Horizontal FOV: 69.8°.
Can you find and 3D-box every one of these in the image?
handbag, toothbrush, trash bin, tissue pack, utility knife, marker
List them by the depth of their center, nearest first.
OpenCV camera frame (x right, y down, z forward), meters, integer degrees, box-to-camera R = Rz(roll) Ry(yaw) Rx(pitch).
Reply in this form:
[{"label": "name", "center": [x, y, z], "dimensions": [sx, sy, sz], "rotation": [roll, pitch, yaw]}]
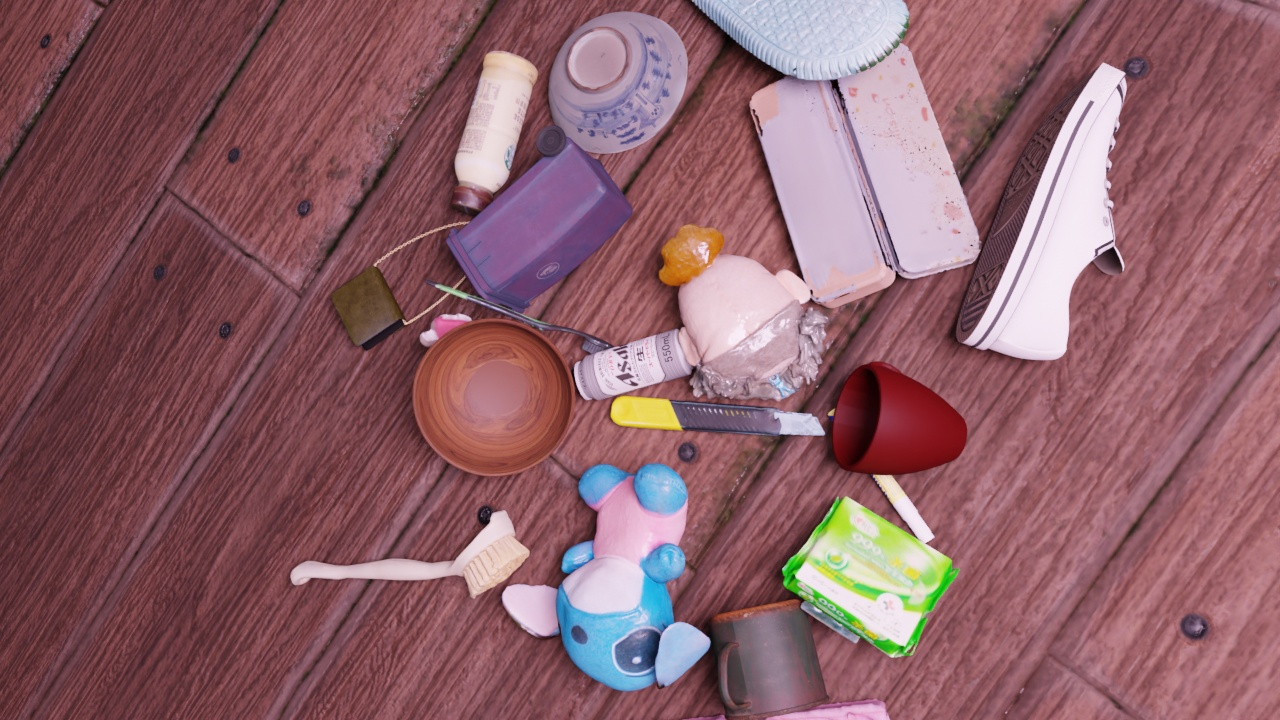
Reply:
[{"label": "tissue pack", "center": [0.181, 0.172, 0.732], "dimensions": [0.114, 0.034, 0.099], "rotation": [31, 56, 20]}, {"label": "marker", "center": [0.202, 0.095, 0.772], "dimensions": [0.014, 0.014, 0.132], "rotation": [-37, 70, 10]}, {"label": "utility knife", "center": [0.067, 0.052, 0.826], "dimensions": [0.198, 0.020, 0.028], "rotation": [4, 83, 22]}, {"label": "toothbrush", "center": [-0.111, -0.038, 0.853], "dimensions": [0.188, 0.014, 0.017], "rotation": [20, 101, -16]}, {"label": "trash bin", "center": [-0.099, -0.130, 0.881], "dimensions": [0.161, 0.093, 0.092], "rotation": [-39, 70, 12]}, {"label": "handbag", "center": [-0.235, -0.087, 0.963], "dimensions": [0.178, 0.027, 0.084], "rotation": [-34, 71, 6]}]

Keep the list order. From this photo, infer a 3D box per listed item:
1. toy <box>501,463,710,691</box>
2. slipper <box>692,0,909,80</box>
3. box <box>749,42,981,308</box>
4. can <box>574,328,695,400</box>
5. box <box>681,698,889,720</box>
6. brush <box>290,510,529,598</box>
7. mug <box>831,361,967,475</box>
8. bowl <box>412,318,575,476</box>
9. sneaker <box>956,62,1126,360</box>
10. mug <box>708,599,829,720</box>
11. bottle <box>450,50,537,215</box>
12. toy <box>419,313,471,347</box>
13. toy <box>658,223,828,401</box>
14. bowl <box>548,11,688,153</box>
[{"label": "toy", "center": [-0.024, 0.183, 0.798], "dimensions": [0.225, 0.098, 0.191], "rotation": [-2, 76, 47]}, {"label": "slipper", "center": [0.133, -0.321, 0.842], "dimensions": [0.116, 0.069, 0.276], "rotation": [-41, 52, 1]}, {"label": "box", "center": [0.194, -0.166, 0.810], "dimensions": [0.157, 0.063, 0.216], "rotation": [-15, 75, 6]}, {"label": "can", "center": [-0.005, 0.005, 0.847], "dimensions": [0.107, 0.044, 0.044], "rotation": [-16, 75, 16]}, {"label": "box", "center": [0.082, 0.333, 0.718], "dimensions": [0.233, 0.115, 0.099], "rotation": [-11, 76, 17]}, {"label": "brush", "center": [-0.231, 0.199, 0.893], "dimensions": [0.273, 0.062, 0.077], "rotation": [-12, 72, 22]}, {"label": "mug", "center": [0.214, 0.045, 0.750], "dimensions": [0.088, 0.087, 0.113], "rotation": [12, 44, -11]}, {"label": "bowl", "center": [-0.136, 0.030, 0.868], "dimensions": [0.147, 0.069, 0.147], "rotation": [-1, 99, -4]}, {"label": "sneaker", "center": [0.344, -0.110, 0.726], "dimensions": [0.097, 0.091, 0.245], "rotation": [23, 84, 3]}, {"label": "mug", "center": [0.093, 0.240, 0.734], "dimensions": [0.085, 0.110, 0.081], "rotation": [-23, 71, 35]}, {"label": "bottle", "center": [-0.152, -0.229, 0.936], "dimensions": [0.056, 0.056, 0.162], "rotation": [13, 85, 21]}, {"label": "toy", "center": [-0.185, -0.003, 0.913], "dimensions": [0.065, 0.050, 0.102], "rotation": [9, 113, 1]}, {"label": "toy", "center": [0.080, -0.041, 0.800], "dimensions": [0.133, 0.076, 0.176], "rotation": [-32, 84, 3]}, {"label": "bowl", "center": [-0.032, -0.284, 0.902], "dimensions": [0.151, 0.056, 0.150], "rotation": [-4, 79, 19]}]
